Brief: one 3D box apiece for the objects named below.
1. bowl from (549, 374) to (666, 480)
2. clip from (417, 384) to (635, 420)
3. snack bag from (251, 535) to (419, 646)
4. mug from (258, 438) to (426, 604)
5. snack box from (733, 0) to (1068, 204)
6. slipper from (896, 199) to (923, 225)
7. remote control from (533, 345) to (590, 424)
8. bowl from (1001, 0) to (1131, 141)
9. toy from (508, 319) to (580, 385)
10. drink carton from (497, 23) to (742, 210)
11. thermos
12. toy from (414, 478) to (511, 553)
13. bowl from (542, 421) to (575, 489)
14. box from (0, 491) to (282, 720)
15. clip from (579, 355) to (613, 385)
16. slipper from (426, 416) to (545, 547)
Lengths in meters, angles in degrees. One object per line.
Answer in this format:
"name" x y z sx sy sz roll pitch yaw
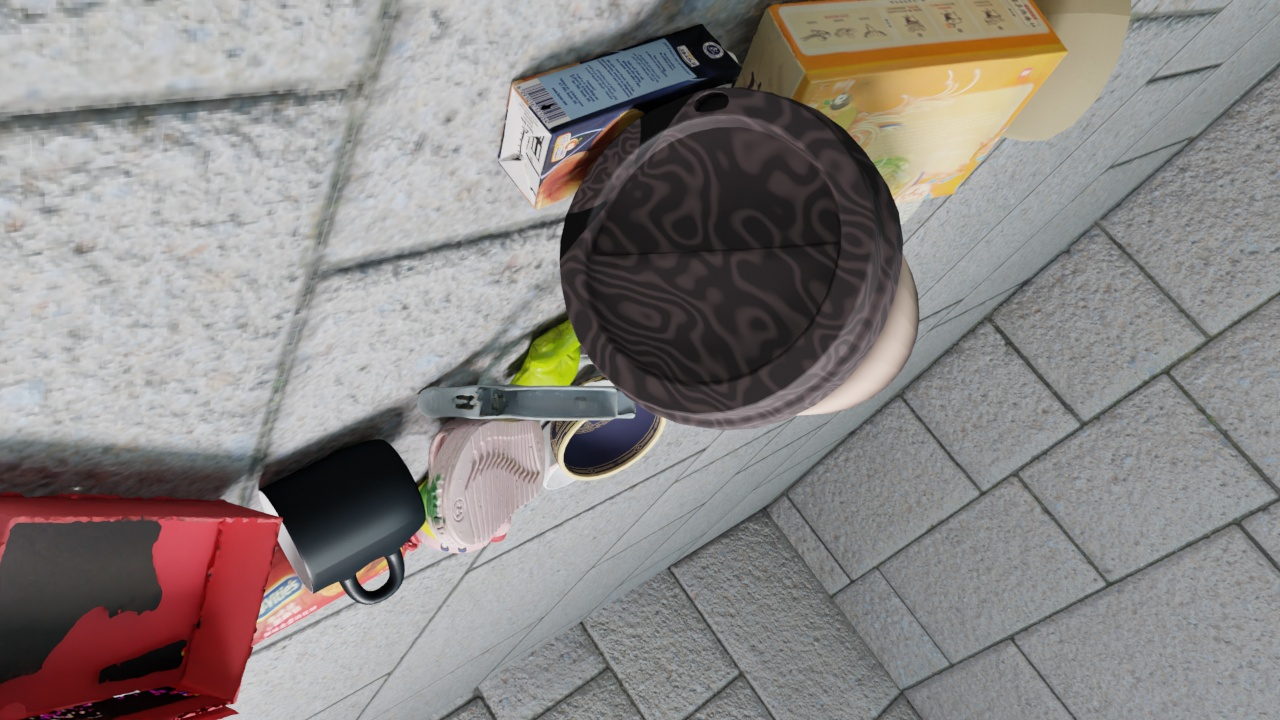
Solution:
"bowl" -0.039 0.053 0.871 0.112 0.061 0.113 -22 143 -18
"clip" -0.075 0.032 0.707 0.163 0.028 0.112 0 178 24
"snack bag" -0.269 0.160 0.734 0.176 0.082 0.083 -27 161 -30
"mug" -0.213 0.128 0.686 0.094 0.122 0.085 -28 -159 -29
"snack box" 0.152 -0.172 0.616 0.195 0.080 0.145 -13 155 -21
"slipper" 0.211 -0.194 0.779 0.115 0.052 0.263 -38 154 -9
"remote control" -0.080 0.029 0.864 0.033 0.012 0.131 -17 154 -49
"bowl" 0.270 -0.235 0.651 0.050 0.152 0.153 1 151 -15
"toy" -0.075 0.003 0.764 0.094 0.036 0.094 -38 160 -19
"drink carton" -0.010 -0.135 0.504 0.129 0.040 0.064 -28 162 -28
"thermos" 0.080 -0.041 0.540 0.173 0.172 0.226 -41 158 16
"toy" -0.183 0.130 0.867 0.124 0.096 0.131 7 163 -6
"bowl" -0.067 0.082 0.971 0.114 0.050 0.115 -33 164 -11
"box" -0.218 0.196 0.490 0.217 0.352 0.197 30 75 -70
"clip" -0.004 0.008 0.808 0.101 0.056 0.056 1 180 -30
"slipper" -0.139 0.092 0.773 0.064 0.094 0.239 -1 -178 10
